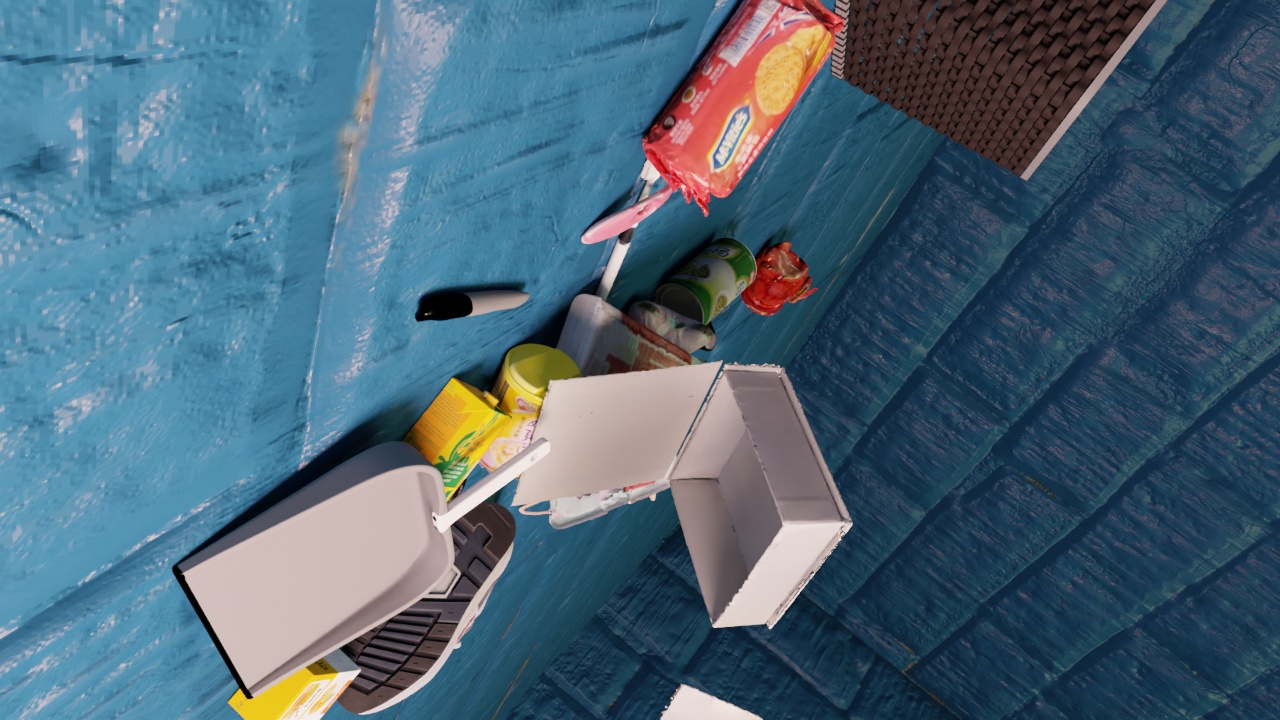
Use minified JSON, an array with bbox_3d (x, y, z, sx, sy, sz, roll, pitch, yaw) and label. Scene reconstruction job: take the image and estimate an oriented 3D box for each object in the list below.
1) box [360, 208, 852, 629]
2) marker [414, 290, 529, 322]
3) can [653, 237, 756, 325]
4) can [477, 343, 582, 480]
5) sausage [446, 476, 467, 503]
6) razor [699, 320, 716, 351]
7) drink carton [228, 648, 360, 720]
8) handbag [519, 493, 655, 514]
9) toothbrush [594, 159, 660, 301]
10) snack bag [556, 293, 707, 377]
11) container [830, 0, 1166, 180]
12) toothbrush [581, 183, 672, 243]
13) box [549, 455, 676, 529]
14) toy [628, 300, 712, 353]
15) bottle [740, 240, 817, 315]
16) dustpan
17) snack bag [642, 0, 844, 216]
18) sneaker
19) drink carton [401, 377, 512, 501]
[{"bbox_3d":[-0.037,0.044,0.798,0.164,0.446,0.168,-52,168,-47],"label":"box"},{"bbox_3d":[-0.111,-0.037,0.618,0.022,0.016,0.138,-23,179,20],"label":"marker"},{"bbox_3d":[0.075,-0.086,1.042,0.120,0.067,0.067,-42,164,-40],"label":"can"},{"bbox_3d":[-0.096,0.043,0.770,0.067,0.067,0.105,-37,161,-52],"label":"can"},{"bbox_3d":[-0.190,0.152,0.849,0.020,0.020,0.156,-33,158,-57],"label":"sausage"},{"bbox_3d":[0.053,-0.026,1.178,0.057,0.060,0.156,-61,-169,-16],"label":"razor"},{"bbox_3d":[-0.291,0.278,0.786,0.058,0.040,0.122,-50,168,-11],"label":"drink carton"},{"bbox_3d":[-0.062,0.098,1.111,0.187,0.116,0.199,-5,154,-4],"label":"handbag"},{"bbox_3d":[-0.017,-0.101,0.789,0.017,0.012,0.187,-24,152,-39],"label":"toothbrush"},{"bbox_3d":[-0.005,0.005,0.881,0.225,0.041,0.077,29,80,-61],"label":"snack bag"},{"bbox_3d":[0.365,-0.359,0.907,0.247,0.243,0.245,-53,168,1],"label":"container"},{"bbox_3d":[0.008,-0.128,0.738,0.134,0.016,0.022,-35,155,-20],"label":"toothbrush"},{"bbox_3d":[-0.029,0.080,0.960,0.200,0.041,0.154,-11,110,-49],"label":"box"},{"bbox_3d":[0.016,-0.029,0.994,0.096,0.099,0.052,-30,-134,55],"label":"toy"},{"bbox_3d":[0.210,-0.123,1.378,0.098,0.099,0.111,-44,170,-34],"label":"bottle"},{"bbox_3d":[-0.169,0.119,0.636,0.256,0.033,0.163,-35,148,-32],"label":"dustpan"},{"bbox_3d":[0.073,-0.201,0.685,0.176,0.082,0.082,-53,168,7],"label":"snack bag"},{"bbox_3d":[-0.209,0.264,0.940,0.239,0.089,0.124,-50,165,-28],"label":"sneaker"},{"bbox_3d":[-0.154,0.071,0.702,0.122,0.041,0.058,-51,168,-2],"label":"drink carton"}]
